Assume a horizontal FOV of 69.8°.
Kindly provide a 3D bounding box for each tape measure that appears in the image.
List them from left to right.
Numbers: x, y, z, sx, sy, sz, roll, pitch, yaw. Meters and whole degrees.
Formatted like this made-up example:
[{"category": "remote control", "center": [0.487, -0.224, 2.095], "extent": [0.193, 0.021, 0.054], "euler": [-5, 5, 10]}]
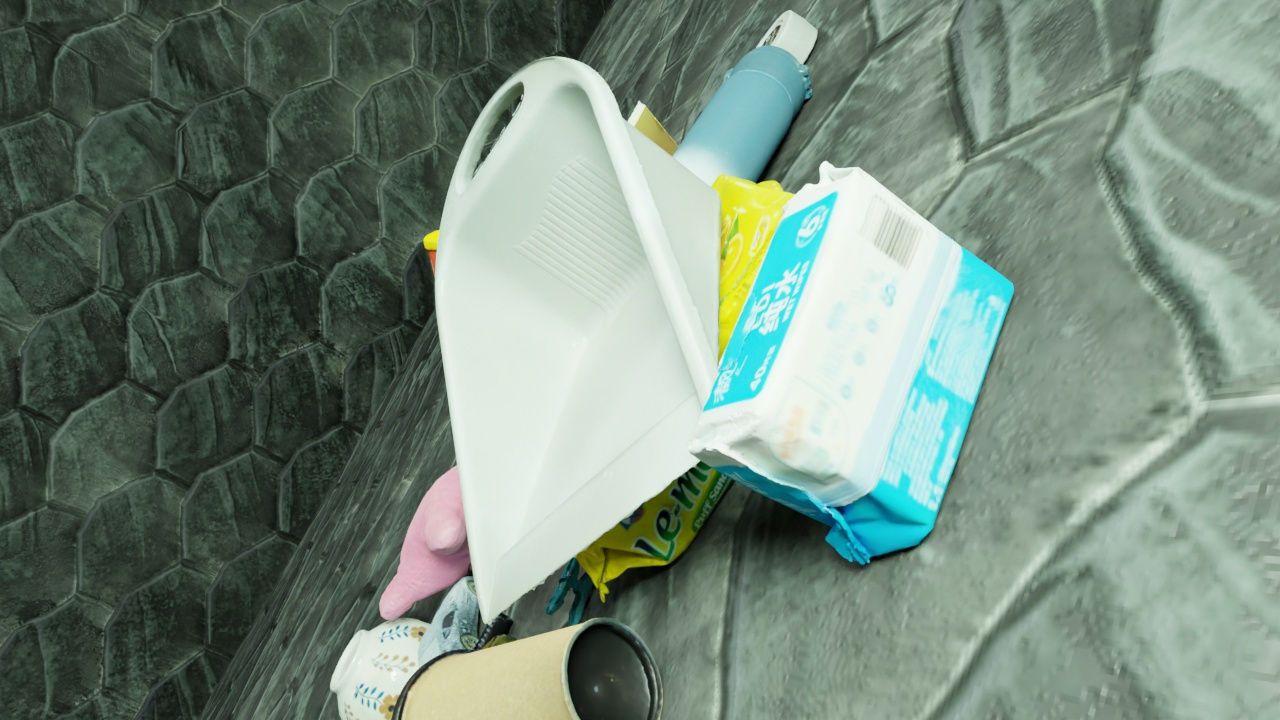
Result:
[{"category": "tape measure", "center": [0.122, -0.268, 0.798], "extent": [0.065, 0.033, 0.066], "euler": [-66, 16, -17]}]

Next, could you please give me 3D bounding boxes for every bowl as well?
[{"category": "bowl", "center": [-0.234, 0.277, 0.813], "extent": [0.114, 0.062, 0.113], "euler": [-49, 21, 26]}]

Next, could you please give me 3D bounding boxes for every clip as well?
[{"category": "clip", "center": [-0.040, 0.139, 0.579], "extent": [0.014, 0.046, 0.056], "euler": [-37, 23, 56]}]

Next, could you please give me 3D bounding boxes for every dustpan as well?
[{"category": "dustpan", "center": [-0.062, -0.034, 0.503], "extent": [0.223, 0.142, 0.257], "euler": [-44, 22, 41]}]

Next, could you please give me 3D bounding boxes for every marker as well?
[{"category": "marker", "center": [-0.130, 0.242, 0.657], "extent": [0.130, 0.018, 0.023], "euler": [-61, -1, -11]}]

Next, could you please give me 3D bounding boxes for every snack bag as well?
[{"category": "snack bag", "center": [0.030, 0.005, 0.531], "extent": [0.246, 0.068, 0.158], "euler": [-56, 18, 7]}]

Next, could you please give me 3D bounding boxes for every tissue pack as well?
[{"category": "tissue pack", "center": [0.082, -0.001, 0.360], "extent": [0.063, 0.090, 0.139], "euler": [-19, 43, 63]}]

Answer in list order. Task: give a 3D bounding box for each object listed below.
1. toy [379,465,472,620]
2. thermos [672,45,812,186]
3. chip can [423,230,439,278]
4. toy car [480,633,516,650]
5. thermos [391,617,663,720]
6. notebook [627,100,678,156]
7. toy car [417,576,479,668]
[{"category": "toy", "center": [-0.150, 0.129, 0.807], "extent": [0.195, 0.074, 0.178], "euler": [-51, 3, 36]}, {"category": "thermos", "center": [0.059, -0.150, 0.680], "extent": [0.070, 0.070, 0.219], "euler": [-30, 25, 57]}, {"category": "chip can", "center": [-0.104, 0.006, 0.683], "extent": [0.073, 0.073, 0.217], "euler": [-124, 25, -71]}, {"category": "toy car", "center": [-0.106, 0.232, 0.573], "extent": [0.070, 0.042, 0.158], "euler": [-53, 15, 14]}, {"category": "thermos", "center": [-0.059, 0.179, 0.461], "extent": [0.144, 0.093, 0.092], "euler": [-35, 28, 36]}, {"category": "notebook", "center": [-0.007, -0.112, 0.747], "extent": [0.146, 0.010, 0.206], "euler": [-57, -16, 6]}, {"category": "toy car", "center": [-0.153, 0.218, 0.735], "extent": [0.054, 0.037, 0.120], "euler": [-54, 15, 15]}]
